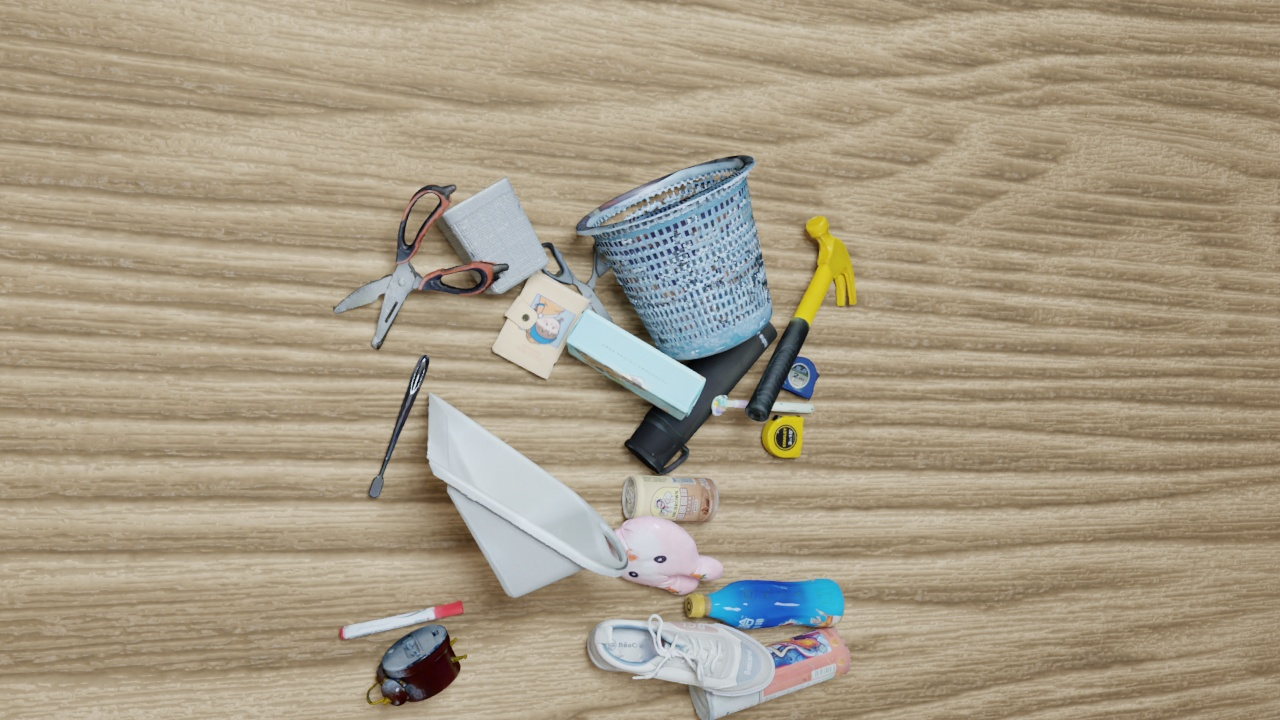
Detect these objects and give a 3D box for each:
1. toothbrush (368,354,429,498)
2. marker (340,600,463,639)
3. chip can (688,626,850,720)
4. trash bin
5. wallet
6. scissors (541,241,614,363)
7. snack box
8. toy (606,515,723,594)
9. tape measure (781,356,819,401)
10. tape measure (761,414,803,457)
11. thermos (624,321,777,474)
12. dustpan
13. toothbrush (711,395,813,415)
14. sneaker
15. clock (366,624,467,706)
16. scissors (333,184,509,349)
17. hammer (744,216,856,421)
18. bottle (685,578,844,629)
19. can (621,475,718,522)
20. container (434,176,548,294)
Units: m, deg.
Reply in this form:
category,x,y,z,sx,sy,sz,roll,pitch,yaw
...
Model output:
category,x,y,z,sx,sy,sz,roll,pitch,yaw
toothbrush,-0.290,0.078,1.104,0.015,0.018,0.181,21,83,-12
marker,-0.287,0.314,1.110,0.145,0.017,0.017,-8,94,-18
chip can,0.175,0.422,1.240,0.214,0.071,0.071,-11,95,-18
trash bin,0.060,-0.116,1.115,0.226,0.227,0.195,-28,109,-16
wallet,-0.127,-0.046,1.146,0.087,0.024,0.115,29,92,-19
scissors,-0.066,-0.090,1.176,0.180,0.014,0.159,38,82,-18
snack box,-0.007,0.007,1.128,0.175,0.074,0.051,31,79,4
toy,0.030,0.254,1.176,0.159,0.122,0.054,33,39,-24
tape measure,0.217,0.022,1.266,0.058,0.025,0.054,24,82,-22
tape measure,0.194,0.104,1.259,0.057,0.029,0.060,2,91,-20
thermos,0.083,0.042,1.207,0.242,0.068,0.090,-49,133,-9
dustpan,-0.125,0.152,1.059,0.142,0.222,0.258,-24,110,-5
toothbrush,0.168,0.062,1.224,0.189,0.020,0.029,5,114,-40
sneaker,0.055,0.363,1.153,0.242,0.091,0.089,9,62,-3
clock,-0.269,0.364,1.084,0.121,0.082,0.055,-28,106,-18
scissors,-0.258,-0.105,1.053,0.227,0.015,0.189,-4,112,6
hammer,0.210,-0.045,1.205,0.129,0.033,0.299,50,56,-31
bottle,0.167,0.328,1.238,0.218,0.065,0.065,5,90,-19
can,0.039,0.180,1.193,0.116,0.058,0.058,5,90,-19
container,-0.175,-0.145,1.097,0.090,0.090,0.114,-34,105,-14
